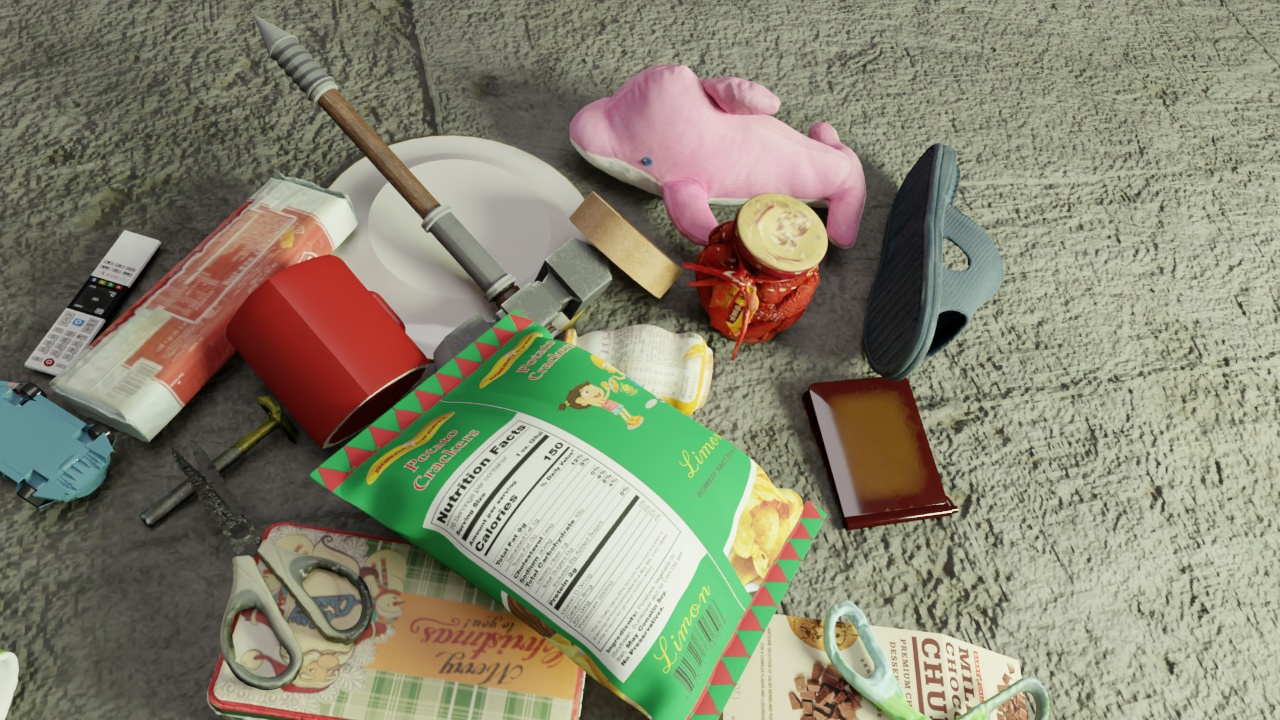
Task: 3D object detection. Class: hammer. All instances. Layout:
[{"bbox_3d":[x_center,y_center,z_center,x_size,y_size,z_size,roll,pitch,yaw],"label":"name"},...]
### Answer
[{"bbox_3d":[-0.174,-0.132,0.669,0.155,0.043,0.322,-42,89,-24],"label":"hammer"}]

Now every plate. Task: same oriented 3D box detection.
[{"bbox_3d":[-0.142,-0.100,0.726,0.229,0.021,0.229,6,57,-9],"label":"plate"}]

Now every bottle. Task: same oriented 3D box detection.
[{"bbox_3d":[0.085,-0.063,0.700,0.099,0.111,0.098,6,61,-11],"label":"bottle"},{"bbox_3d":[-0.004,0.004,0.667,0.108,0.063,0.063,11,57,-4],"label":"bottle"}]

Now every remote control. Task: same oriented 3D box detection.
[{"bbox_3d":[-0.380,-0.040,0.642,0.028,0.012,0.124,17,56,-1],"label":"remote control"}]

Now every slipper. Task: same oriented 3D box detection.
[{"bbox_3d":[0.248,-0.076,0.758,0.082,0.101,0.262,25,50,-5],"label":"slipper"}]

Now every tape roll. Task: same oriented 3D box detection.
[{"bbox_3d":[-0.011,-0.089,0.706,0.094,0.094,0.027,44,97,16],"label":"tape roll"}]

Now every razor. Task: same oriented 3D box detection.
[{"bbox_3d":[-0.272,0.068,0.589,0.026,0.042,0.105,43,69,13],"label":"razor"}]

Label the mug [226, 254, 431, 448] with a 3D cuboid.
[{"bbox_3d":[-0.197,-0.011,0.616,0.096,0.081,0.116,49,29,1],"label":"mug"}]

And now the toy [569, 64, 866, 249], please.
[{"bbox_3d":[0.076,-0.186,0.767,0.265,0.128,0.186,10,53,-12],"label":"toy"}]

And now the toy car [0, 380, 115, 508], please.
[{"bbox_3d":[-0.378,0.054,0.575,0.108,0.028,0.060,26,56,16],"label":"toy car"}]

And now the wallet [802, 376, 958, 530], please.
[{"bbox_3d":[0.180,0.068,0.695,0.091,0.018,0.115,-5,63,-16],"label":"wallet"}]

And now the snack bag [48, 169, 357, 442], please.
[{"bbox_3d":[-0.295,-0.045,0.640,0.077,0.041,0.224,19,54,20],"label":"snack bag"}]

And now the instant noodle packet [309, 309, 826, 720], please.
[{"bbox_3d":[-0.030,0.081,0.548,0.253,0.091,0.195,33,43,10],"label":"instant noodle packet"}]

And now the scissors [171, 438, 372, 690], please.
[{"bbox_3d":[-0.215,0.106,0.532,0.132,0.013,0.169,-2,54,-16],"label":"scissors"}]

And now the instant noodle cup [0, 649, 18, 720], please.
[{"bbox_3d":[-0.389,0.171,0.462,0.108,0.099,0.098,16,56,-11],"label":"instant noodle cup"}]

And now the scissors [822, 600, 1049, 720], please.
[{"bbox_3d":[0.159,0.212,0.516,0.171,0.021,0.172,-15,67,-24],"label":"scissors"}]

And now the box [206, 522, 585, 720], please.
[{"bbox_3d":[-0.134,0.167,0.544,0.205,0.050,0.117,12,57,-6],"label":"box"}]

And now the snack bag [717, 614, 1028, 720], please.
[{"bbox_3d":[0.141,0.219,0.557,0.206,0.070,0.094,9,57,-7],"label":"snack bag"}]
